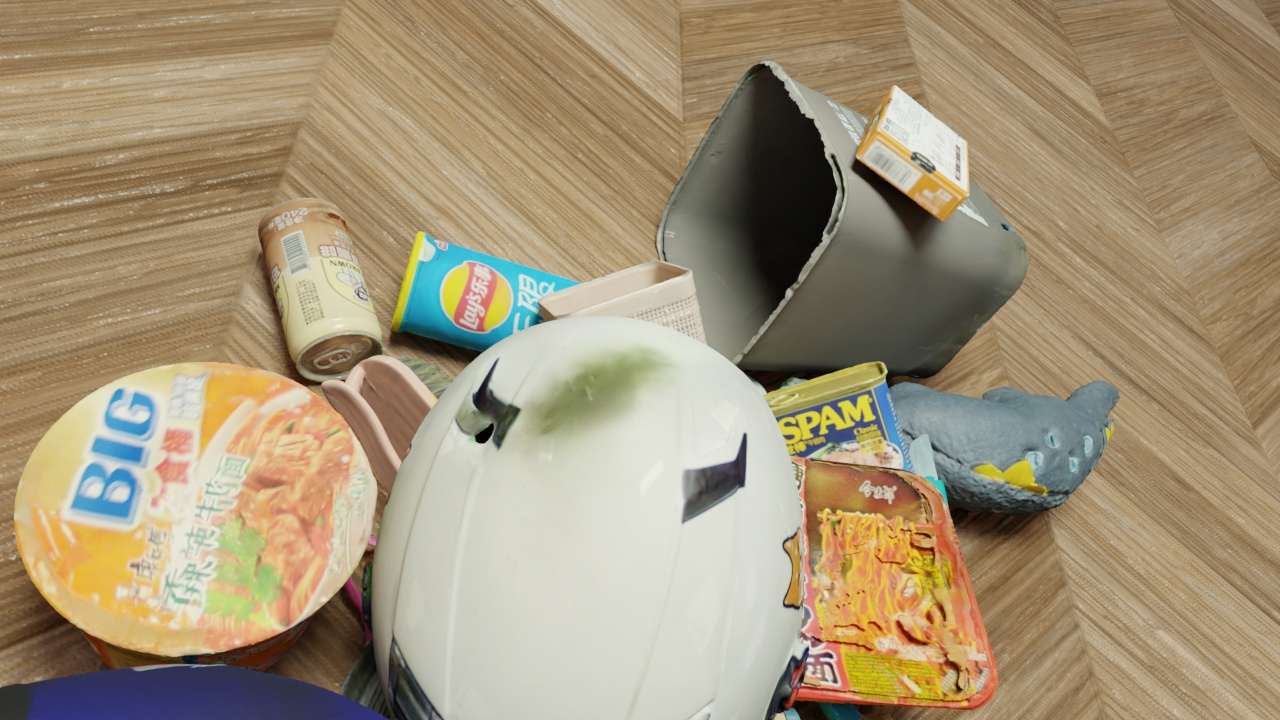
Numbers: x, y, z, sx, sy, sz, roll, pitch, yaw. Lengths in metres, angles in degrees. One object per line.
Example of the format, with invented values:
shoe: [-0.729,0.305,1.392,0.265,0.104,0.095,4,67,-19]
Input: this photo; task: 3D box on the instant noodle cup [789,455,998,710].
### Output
instant noodle cup: [0.111,0.140,0.570,0.188,0.079,0.164,8,48,-10]

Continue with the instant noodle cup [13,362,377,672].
instant noodle cup: [-0.219,0.092,0.464,0.151,0.112,0.151,13,51,-17]

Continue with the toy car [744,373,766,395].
toy car: [0.067,0.041,0.698,0.043,0.034,0.090,37,46,7]

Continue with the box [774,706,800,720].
box: [0.059,0.280,0.478,0.061,0.090,0.184,4,57,-25]

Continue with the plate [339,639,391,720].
plate: [-0.080,0.213,0.499,0.179,0.024,0.179,13,52,-18]

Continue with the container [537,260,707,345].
container: [-0.004,0.003,0.595,0.090,0.090,0.111,-19,105,-11]

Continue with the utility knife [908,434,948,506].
utility knife: [0.219,0.144,0.666,0.029,0.013,0.182,-8,83,4]

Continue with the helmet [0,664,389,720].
helmet: [-0.156,0.264,0.285,0.240,0.248,0.314,34,51,-30]

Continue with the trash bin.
trash bin: [0.163,-0.094,0.739,0.219,0.199,0.198,9,43,-27]

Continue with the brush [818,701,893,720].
brush: [0.102,0.206,0.591,0.083,0.046,0.254,-33,70,-36]

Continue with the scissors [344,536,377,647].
scissors: [-0.138,0.166,0.517,0.073,0.017,0.137,14,54,-28]

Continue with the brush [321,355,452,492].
brush: [-0.132,0.054,0.568,0.145,0.063,0.072,46,39,12]

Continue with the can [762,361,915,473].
can: [0.139,0.057,0.661,0.057,0.102,0.083,-50,121,-75]

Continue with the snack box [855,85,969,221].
snack box: [0.199,-0.153,0.660,0.075,0.026,0.153,37,32,-2]

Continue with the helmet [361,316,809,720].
helmet: [-0.026,0.094,0.437,0.230,0.157,0.273,11,67,7]

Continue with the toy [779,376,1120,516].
toy: [0.278,0.062,0.744,0.355,0.092,0.137,3,44,-21]

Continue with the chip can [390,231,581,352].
chip can: [-0.065,-0.028,0.657,0.210,0.071,0.071,15,50,-15]

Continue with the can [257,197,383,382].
can: [-0.212,-0.048,0.608,0.058,0.059,0.116,-9,60,-31]
